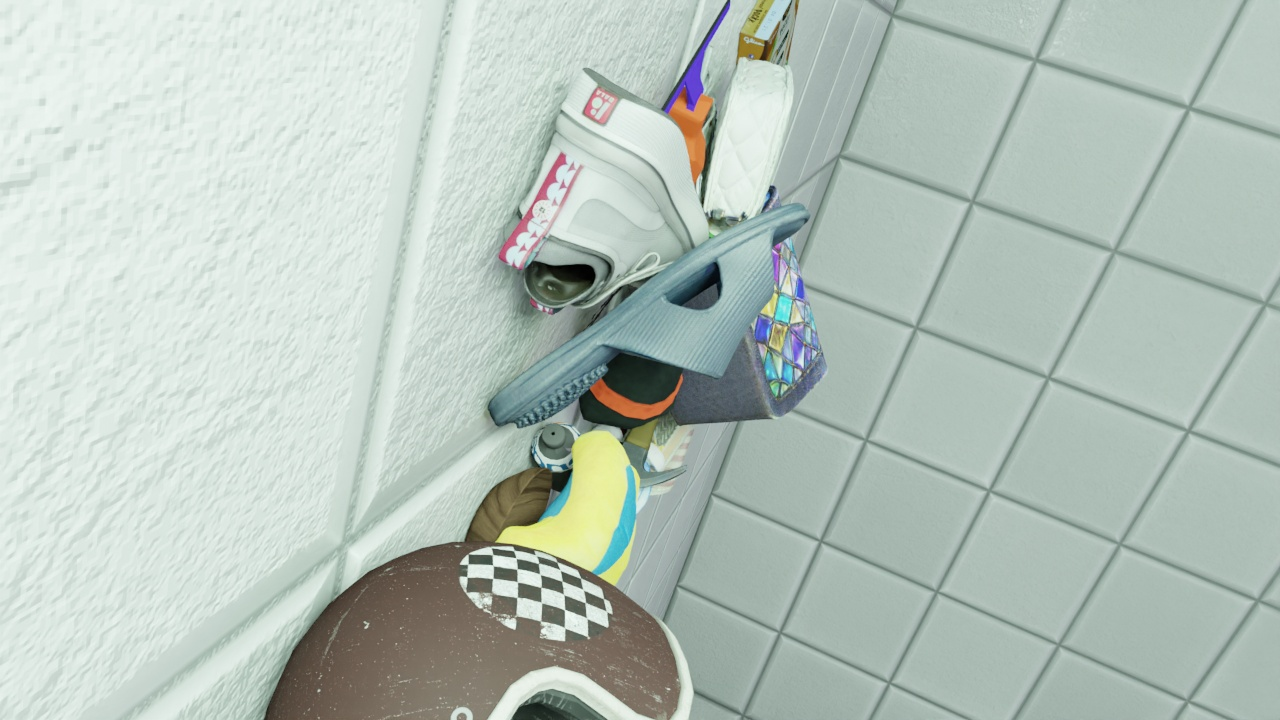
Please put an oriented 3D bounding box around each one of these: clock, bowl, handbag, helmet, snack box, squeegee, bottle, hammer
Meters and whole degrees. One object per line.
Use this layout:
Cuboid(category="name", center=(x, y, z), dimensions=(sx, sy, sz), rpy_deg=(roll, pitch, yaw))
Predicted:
Cuboid(category="clock", center=(-0.025, 0.119, 0.993), dimensions=(0.125, 0.089, 0.052), rpy_deg=(-64, 174, -10))
Cuboid(category="bowl", center=(-0.114, 0.137, 0.750), dimensions=(0.119, 0.032, 0.119), rpy_deg=(24, 89, -79))
Cuboid(category="handbag", center=(0.093, -0.207, 0.870), dimensions=(0.194, 0.072, 0.139), rpy_deg=(-73, 178, -62))
Cuboid(category="helmet", center=(-0.080, 0.228, 0.507), dimensions=(0.233, 0.253, 0.234), rpy_deg=(-100, -150, -62))
Cuboid(category="snack box", center=(0.137, -0.328, 1.032), dimensions=(0.186, 0.032, 0.100), rpy_deg=(89, 26, -64))
Cuboid(category="squeegee", center=(0.024, -0.166, 0.755), dimensions=(0.185, 0.055, 0.248), rpy_deg=(-62, -178, 44))
Cuboid(category="handbag", center=(0.102, -0.057, 0.945), dimensions=(0.221, 0.126, 0.205), rpy_deg=(-45, 121, -51))
Cuboid(category="bottle", center=(-0.071, 0.083, 0.816), dimensions=(0.112, 0.047, 0.046), rpy_deg=(86, 28, -65))
Cuboid(category="hammer", center=(0.036, -0.002, 1.022), dimensions=(0.025, 0.118, 0.332), rpy_deg=(101, 11, -57))

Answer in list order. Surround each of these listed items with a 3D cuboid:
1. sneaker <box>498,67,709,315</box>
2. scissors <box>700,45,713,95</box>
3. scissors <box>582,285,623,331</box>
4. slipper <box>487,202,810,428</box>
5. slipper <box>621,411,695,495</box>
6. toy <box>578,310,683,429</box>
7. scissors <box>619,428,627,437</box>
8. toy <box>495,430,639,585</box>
Cuboid(category="sneaker", center=(-0.026, -0.079, 0.624), dimensions=(0.128, 0.097, 0.263), rpy_deg=(-54, 169, -6))
Cuboid(category="scissors", center=(0.051, -0.218, 0.885), dimensions=(0.141, 0.014, 0.165), rpy_deg=(-38, 147, -69))
Cuboid(category="scissors", center=(-0.005, -0.081, 0.812), dimensions=(0.154, 0.012, 0.163), rpy_deg=(-44, -170, 26))
Cuboid(category="slipper", center=(0.018, -0.011, 0.648), dimensions=(0.264, 0.082, 0.101), rpy_deg=(-34, 178, 5))
Cuboid(category="slipper", center=(0.006, 0.121, 1.077), dimensions=(0.263, 0.052, 0.115), rpy_deg=(-57, -156, 5))
Cuboid(category="toy", center=(-0.005, 0.005, 0.819), dimensions=(0.099, 0.097, 0.119), rpy_deg=(-40, 171, -45))
Cuboid(category="scissors", center=(-0.004, 0.019, 1.088), dimensions=(0.179, 0.015, 0.200), rpy_deg=(-41, 151, -67))
Cuboid(category="toy", center=(-0.050, 0.154, 0.782), dimensions=(0.148, 0.084, 0.214), rpy_deg=(-51, 165, -26))
